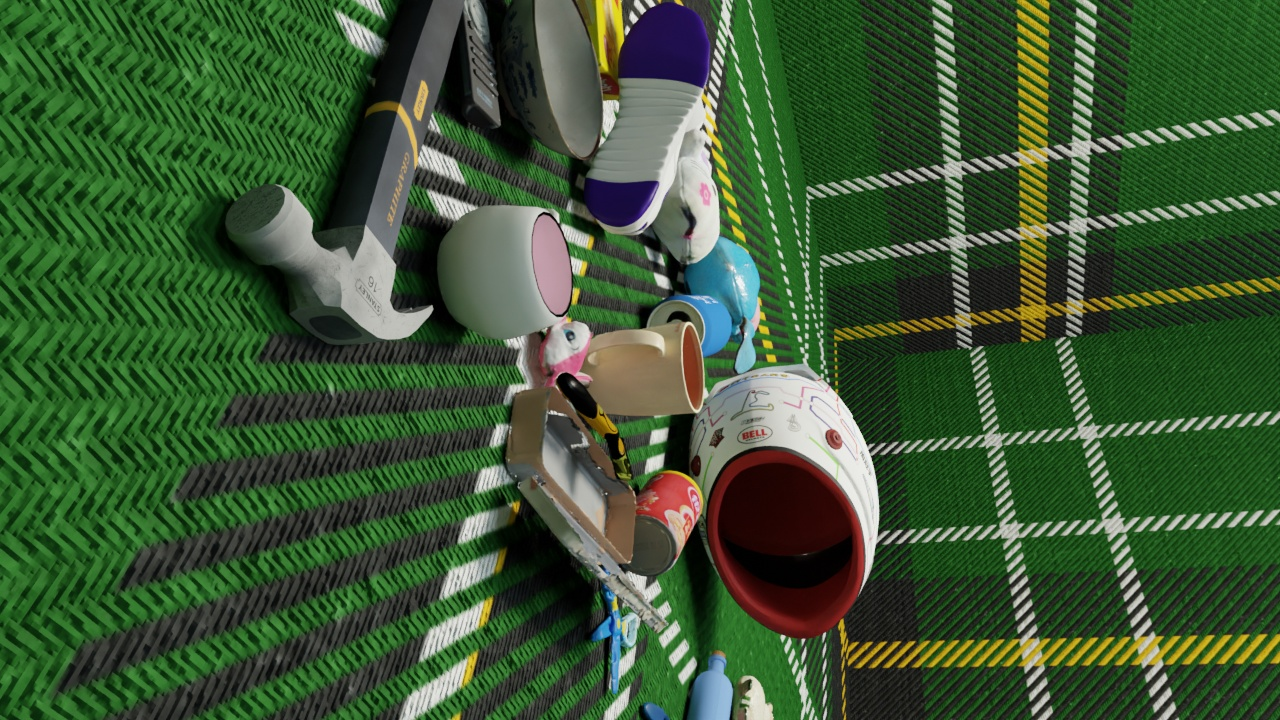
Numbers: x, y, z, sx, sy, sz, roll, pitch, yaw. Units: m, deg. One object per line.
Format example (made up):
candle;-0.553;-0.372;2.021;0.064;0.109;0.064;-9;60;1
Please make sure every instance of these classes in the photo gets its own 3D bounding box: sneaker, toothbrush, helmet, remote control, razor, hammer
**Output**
sneaker;0.011;-0.235;0.937;0.111;0.092;0.244;71;37;-78
toothbrush;0.026;0.379;0.949;0.132;0.016;0.021;64;23;-49
helmet;0.184;0.163;1.176;0.235;0.231;0.314;-56;131;-69
remote control;-0.126;-0.242;0.679;0.045;0.021;0.140;35;45;-69
razor;-0.036;0.051;0.750;0.144;0.021;0.044;56;13;-52
hammer;-0.148;-0.148;0.548;0.139;0.035;0.311;63;26;-53

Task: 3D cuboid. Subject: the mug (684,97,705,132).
mug;0.021;-0.318;1.089;0.119;0.083;0.096;-64;145;-46

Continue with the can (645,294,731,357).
can;0.060;-0.040;1.110;0.146;0.079;0.079;-15;98;-73

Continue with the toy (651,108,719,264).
toy;0.054;-0.223;1.149;0.138;0.085;0.208;79;10;-46

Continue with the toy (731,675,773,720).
toy;0.152;0.481;1.267;0.112;0.050;0.087;62;27;-58

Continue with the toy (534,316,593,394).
toy;-0.065;-0.017;0.752;0.065;0.050;0.102;-43;120;-64

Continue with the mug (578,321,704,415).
mug;-0.005;0.005;0.838;0.111;0.104;0.085;53;34;-57

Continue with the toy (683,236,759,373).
toy;0.119;-0.087;1.256;0.191;0.099;0.224;48;18;-75

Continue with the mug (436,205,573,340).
mug;-0.091;-0.070;0.630;0.123;0.076;0.090;-76;153;-50

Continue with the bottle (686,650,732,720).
bottle;0.083;0.396;1.078;0.130;0.048;0.048;-69;148;-57

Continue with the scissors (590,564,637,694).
scissors;-0.024;0.244;0.850;0.130;0.014;0.125;50;36;-57

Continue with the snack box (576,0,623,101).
snack box;-0.051;-0.376;0.937;0.092;0.042;0.200;16;69;-73

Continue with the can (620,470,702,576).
can;0.019;0.162;0.921;0.124;0.067;0.067;-41;123;-69

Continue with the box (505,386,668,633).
box;-0.041;0.129;0.746;0.156;0.071;0.217;60;0;37

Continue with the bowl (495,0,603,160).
bowl;-0.082;-0.238;0.756;0.150;0.057;0.150;-6;90;-73
